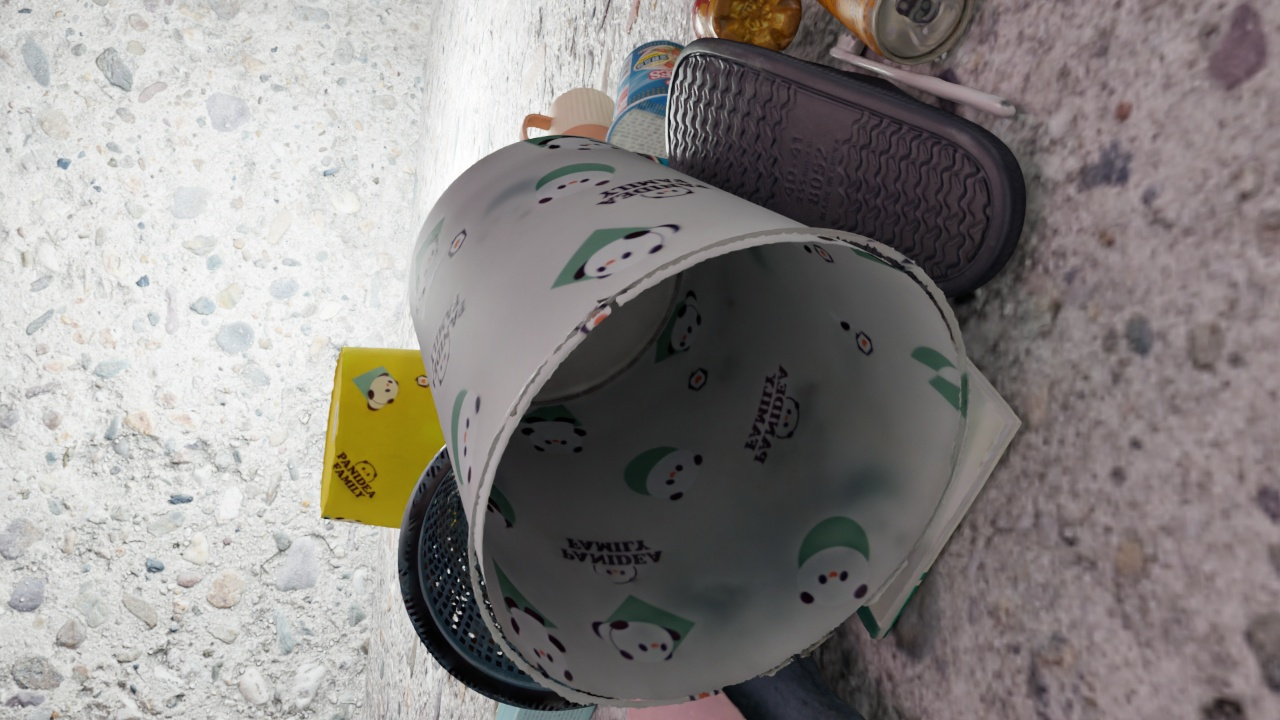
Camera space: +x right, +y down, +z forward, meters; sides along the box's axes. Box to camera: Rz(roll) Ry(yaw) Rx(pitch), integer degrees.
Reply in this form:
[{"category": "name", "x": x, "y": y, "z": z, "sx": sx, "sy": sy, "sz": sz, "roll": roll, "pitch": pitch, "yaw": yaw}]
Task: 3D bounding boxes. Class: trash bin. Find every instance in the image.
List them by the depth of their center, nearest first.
[{"category": "trash bin", "x": -0.007, "y": 0.002, "z": 0.475, "sx": 0.252, "sy": 0.229, "sz": 0.230, "roll": 48, "pitch": 128, "yaw": 54}, {"category": "trash bin", "x": -0.070, "y": 0.131, "z": 0.738, "sx": 0.195, "sy": 0.226, "sz": 0.226, "roll": -153, "pitch": 71, "yaw": -80}, {"category": "trash bin", "x": -0.208, "y": 0.089, "z": 1.007, "sx": 0.230, "sy": 0.255, "sz": 0.229, "roll": -173, "pitch": 91, "yaw": -69}]

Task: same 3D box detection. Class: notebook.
[{"category": "notebook", "x": 0.121, "y": 0.027, "z": 0.522, "sx": 0.209, "sy": 0.012, "sz": 0.151, "roll": -111, "pitch": 33, "yaw": -51}]

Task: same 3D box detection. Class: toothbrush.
[{"category": "toothbrush", "x": 0.150, "y": -0.159, "z": 0.505, "sx": 0.016, "sy": 0.016, "sz": 0.180, "roll": -68, "pitch": 25, "yaw": 20}]

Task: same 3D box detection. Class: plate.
[{"category": "plate", "x": 0.041, "y": 0.261, "z": 0.507, "sx": 0.192, "sy": 0.039, "sz": 0.193, "roll": 47, "pitch": 149, "yaw": 40}]

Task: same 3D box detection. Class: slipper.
[{"category": "slipper", "x": 0.111, "y": -0.111, "z": 0.523, "sx": 0.268, "sy": 0.083, "sz": 0.111, "roll": 37, "pitch": 125, "yaw": 45}]

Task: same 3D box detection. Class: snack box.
[{"category": "snack box", "x": -0.101, "y": 0.359, "z": 0.898, "sx": 0.051, "sy": 0.074, "sz": 0.175, "roll": -112, "pitch": 36, "yaw": -50}]

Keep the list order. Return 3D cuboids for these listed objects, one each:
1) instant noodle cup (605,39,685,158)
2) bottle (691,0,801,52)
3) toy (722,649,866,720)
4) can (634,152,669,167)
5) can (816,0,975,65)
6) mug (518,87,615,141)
[{"category": "instant noodle cup", "x": 0.018, "y": -0.207, "z": 0.760, "sx": 0.099, "sy": 0.099, "sz": 0.109, "roll": 119, "pitch": 156, "yaw": -44}, {"category": "bottle", "x": 0.069, "y": -0.242, "z": 0.645, "sx": 0.174, "sy": 0.057, "sz": 0.057, "roll": -97, "pitch": 20, "yaw": -70}, {"category": "toy", "x": 0.051, "y": 0.113, "z": 0.566, "sx": 0.355, "sy": 0.091, "sz": 0.138, "roll": -107, "pitch": 33, "yaw": -40}, {"category": "can", "x": 0.035, "y": -0.099, "z": 0.645, "sx": 0.075, "sy": 0.111, "sz": 0.075, "roll": -173, "pitch": 91, "yaw": -69}, {"category": "can", "x": 0.128, "y": -0.221, "z": 0.521, "sx": 0.146, "sy": 0.058, "sz": 0.058, "roll": -110, "pitch": 34, "yaw": -49}, {"category": "mug", "x": -0.069, "y": -0.224, "z": 0.947, "sx": 0.082, "sy": 0.114, "sz": 0.105, "roll": 118, "pitch": 153, "yaw": -42}]
